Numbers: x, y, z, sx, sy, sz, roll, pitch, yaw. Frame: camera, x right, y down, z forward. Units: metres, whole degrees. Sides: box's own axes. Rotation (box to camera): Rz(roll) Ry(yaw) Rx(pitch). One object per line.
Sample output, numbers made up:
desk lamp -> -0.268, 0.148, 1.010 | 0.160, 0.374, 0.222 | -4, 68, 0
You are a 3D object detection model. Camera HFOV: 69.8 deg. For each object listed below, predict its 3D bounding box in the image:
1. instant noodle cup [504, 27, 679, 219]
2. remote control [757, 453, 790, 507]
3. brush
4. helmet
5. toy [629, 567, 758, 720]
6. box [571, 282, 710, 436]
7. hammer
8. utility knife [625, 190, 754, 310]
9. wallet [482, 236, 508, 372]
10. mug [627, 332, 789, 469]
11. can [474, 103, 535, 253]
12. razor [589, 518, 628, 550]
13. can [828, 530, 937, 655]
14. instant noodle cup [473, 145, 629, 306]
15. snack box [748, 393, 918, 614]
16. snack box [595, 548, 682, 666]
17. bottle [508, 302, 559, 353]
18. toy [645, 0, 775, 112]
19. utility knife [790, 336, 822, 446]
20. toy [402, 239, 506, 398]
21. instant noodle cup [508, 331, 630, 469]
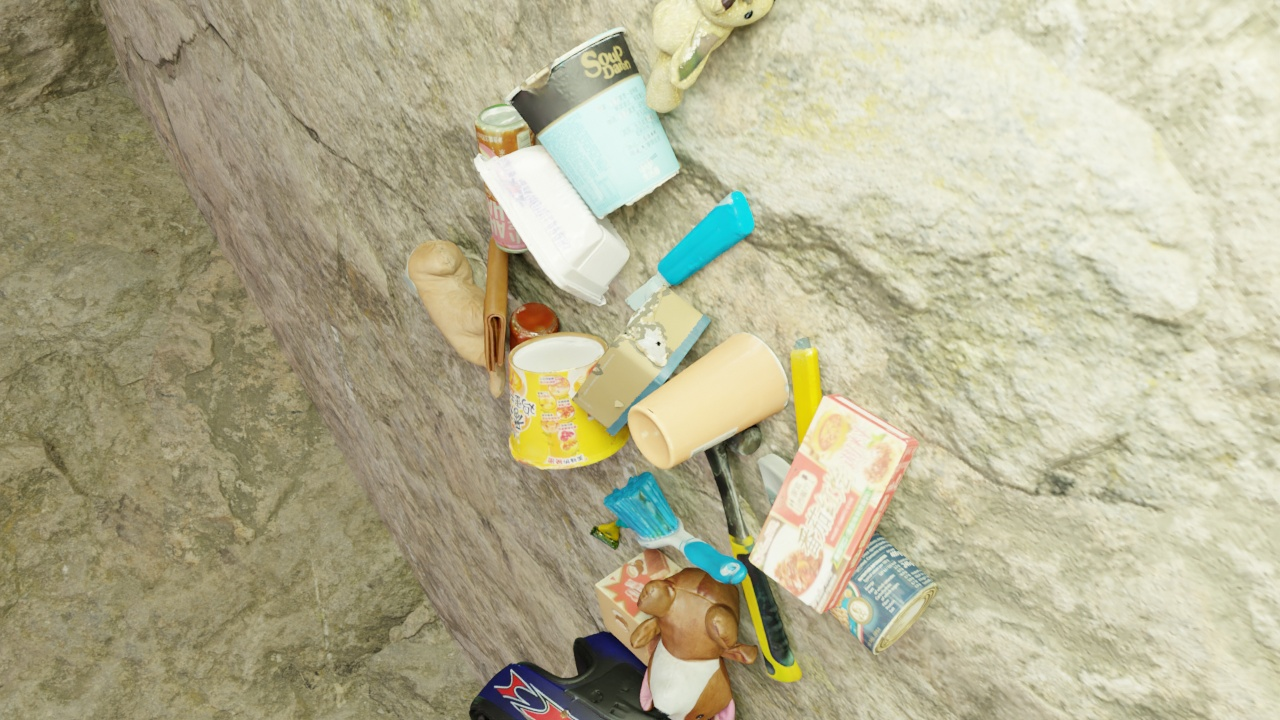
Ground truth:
instant noodle cup -> -0.031, -0.182, 0.734 | 0.120, 0.111, 0.111 | 59, 154, -11
remote control -> 0.139, 0.150, 0.829 | 0.056, 0.019, 0.135 | -138, 28, -66
brush -> 0.031, 0.175, 0.968 | 0.109, 0.060, 0.315 | 53, 166, 0
helmet -> -0.038, 0.477, 1.208 | 0.315, 0.239, 0.248 | 32, 144, 26
toy -> 0.055, 0.333, 1.020 | 0.140, 0.130, 0.200 | 20, 124, 23
box -> -0.005, 0.005, 0.865 | 0.061, 0.089, 0.185 | 38, 154, 1
hammer -> 0.105, 0.192, 0.928 | 0.126, 0.031, 0.323 | 16, 129, 54
utility knife -> 0.033, -0.084, 0.799 | 0.034, 0.018, 0.237 | 58, 152, 1
wallet -> -0.170, -0.067, 1.083 | 0.108, 0.031, 0.131 | 103, 167, -50
mug -> 0.054, 0.037, 0.767 | 0.078, 0.122, 0.078 | 41, 148, 33
can -> -0.132, -0.186, 0.945 | 0.058, 0.057, 0.147 | 39, 146, 36
razor -> -0.028, 0.215, 1.183 | 0.043, 0.028, 0.133 | 36, 155, -2
can -> 0.174, 0.172, 0.742 | 0.111, 0.075, 0.075 | 42, 148, 31
instant noodle cup -> -0.067, -0.125, 0.822 | 0.138, 0.060, 0.173 | 56, -171, 9
snack box -> 0.144, 0.109, 0.700 | 0.075, 0.025, 0.153 | 34, 111, 34
snack box -> 0.013, 0.298, 1.118 | 0.093, 0.094, 0.077 | 30, 140, 46
bottle -> -0.134, 0.012, 1.140 | 0.060, 0.059, 0.207 | 48, 151, 25
toy -> 0.038, -0.223, 0.623 | 0.157, 0.066, 0.105 | 145, 138, -67
utility knife -> 0.141, 0.048, 0.745 | 0.033, 0.015, 0.164 | 29, 139, 48
toy -> -0.234, -0.055, 1.223 | 0.226, 0.082, 0.143 | 60, 164, -5
instant noodle cup -> -0.084, 0.038, 1.006 | 0.138, 0.137, 0.110 | 27, 130, 48
